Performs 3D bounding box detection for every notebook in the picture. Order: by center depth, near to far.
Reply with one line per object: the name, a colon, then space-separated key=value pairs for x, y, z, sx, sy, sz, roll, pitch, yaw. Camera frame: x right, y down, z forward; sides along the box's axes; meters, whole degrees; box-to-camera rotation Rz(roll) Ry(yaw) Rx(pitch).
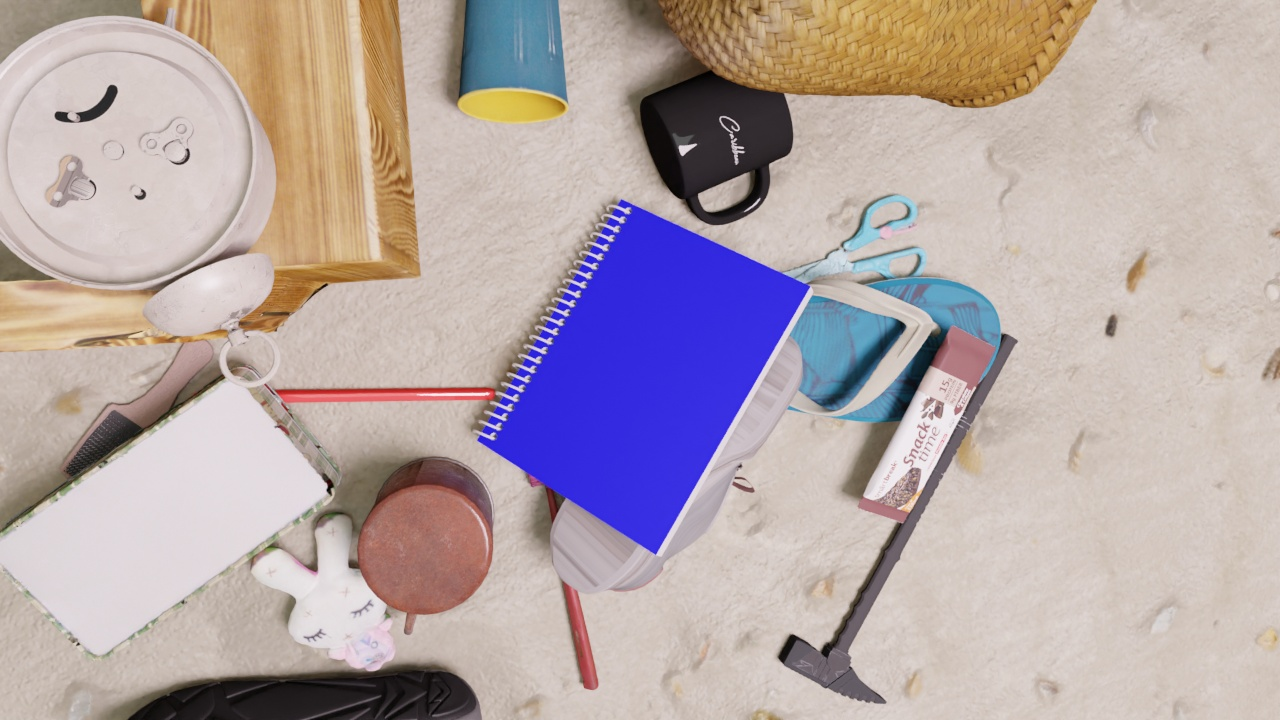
notebook: x=-0.004 y=0.004 z=0.656 sx=0.172 sy=0.022 sz=0.209 roll=29 pitch=85 yaw=23

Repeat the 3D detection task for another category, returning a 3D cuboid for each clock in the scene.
clock: x=-0.191 y=-0.059 z=0.373 sx=0.103 sy=0.061 sz=0.157 roll=-30 pitch=91 yaw=-6

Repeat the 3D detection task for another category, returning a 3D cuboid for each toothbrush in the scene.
toothbrush: x=-0.214 y=0.031 z=0.674 sx=0.212 sy=0.012 sz=0.018 roll=0 pitch=105 yaw=-10
toothbrush: x=-0.060 y=0.163 z=0.706 sx=0.016 sy=0.016 sz=0.190 roll=-13 pitch=96 yaw=-4

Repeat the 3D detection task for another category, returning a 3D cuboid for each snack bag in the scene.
snack bag: x=0.224 y=0.052 z=0.715 sx=0.057 sy=0.013 sz=0.158 roll=22 pitch=99 yaw=-30

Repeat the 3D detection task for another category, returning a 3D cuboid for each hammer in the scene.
hammer: x=0.232 y=0.126 z=0.752 sx=0.095 sy=0.015 sz=0.325 roll=30 pitch=88 yaw=-9

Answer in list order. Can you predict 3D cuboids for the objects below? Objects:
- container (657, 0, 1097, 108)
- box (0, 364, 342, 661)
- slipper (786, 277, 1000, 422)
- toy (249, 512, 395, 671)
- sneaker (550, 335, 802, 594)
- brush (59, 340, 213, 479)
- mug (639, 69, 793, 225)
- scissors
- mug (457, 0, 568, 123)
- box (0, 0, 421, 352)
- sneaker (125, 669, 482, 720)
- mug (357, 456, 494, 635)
container: x=0.124 y=-0.307 z=0.542 sx=0.196 sy=0.307 sz=0.307 roll=-3 pitch=94 yaw=-20
box: x=-0.323 y=0.103 z=0.635 sx=0.205 sy=0.051 sz=0.117 roll=-37 pitch=105 yaw=-5
slipper: x=0.146 y=-0.008 z=0.705 sx=0.294 sy=0.060 sz=0.118 roll=2 pitch=100 yaw=-9
toy: x=-0.222 y=0.175 z=0.670 sx=0.079 sy=0.038 sz=0.122 roll=-33 pitch=101 yaw=-13
sneaker: x=0.035 y=0.077 z=0.681 sx=0.236 sy=0.089 sz=0.099 roll=-47 pitch=65 yaw=2
brush: x=-0.352 y=0.040 z=0.651 sx=0.050 sy=0.015 sz=0.135 roll=38 pitch=87 yaw=-10
mug: x=0.059 y=-0.156 z=0.681 sx=0.088 sy=0.078 sz=0.114 roll=-24 pitch=123 yaw=-7
scissors: x=0.167 y=-0.073 z=0.733 sx=0.141 sy=0.015 sz=0.076 roll=-27 pitch=101 yaw=-1
mug: x=-0.091 y=-0.238 z=0.649 sx=0.078 sy=0.078 sz=0.121 roll=-1 pitch=89 yaw=-9
box: x=-0.302 y=-0.120 z=0.519 sx=0.336 sy=0.279 sz=0.286 roll=-7 pitch=94 yaw=-10
sneaker: x=-0.240 y=0.314 z=0.657 sx=0.256 sy=0.093 sz=0.160 roll=-3 pitch=102 yaw=-8
mug: x=-0.151 y=0.136 z=0.645 sx=0.096 sy=0.110 sz=0.123 roll=10 pitch=91 yaw=-5
